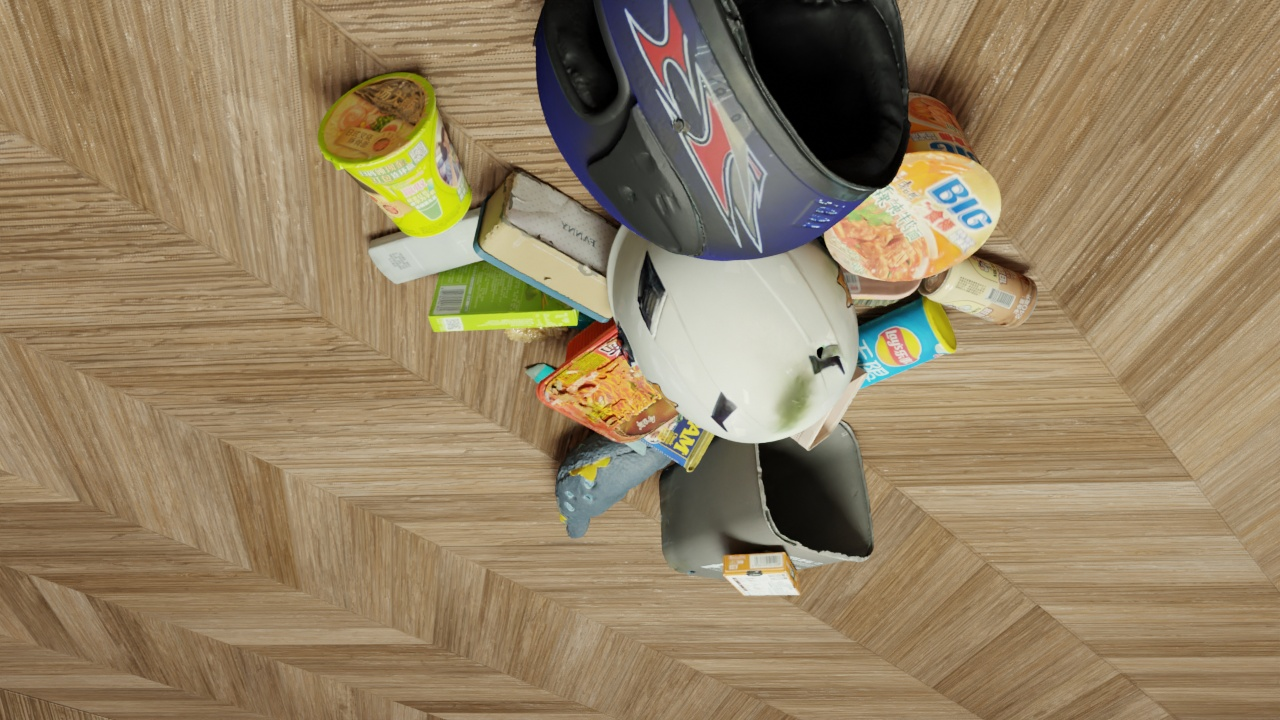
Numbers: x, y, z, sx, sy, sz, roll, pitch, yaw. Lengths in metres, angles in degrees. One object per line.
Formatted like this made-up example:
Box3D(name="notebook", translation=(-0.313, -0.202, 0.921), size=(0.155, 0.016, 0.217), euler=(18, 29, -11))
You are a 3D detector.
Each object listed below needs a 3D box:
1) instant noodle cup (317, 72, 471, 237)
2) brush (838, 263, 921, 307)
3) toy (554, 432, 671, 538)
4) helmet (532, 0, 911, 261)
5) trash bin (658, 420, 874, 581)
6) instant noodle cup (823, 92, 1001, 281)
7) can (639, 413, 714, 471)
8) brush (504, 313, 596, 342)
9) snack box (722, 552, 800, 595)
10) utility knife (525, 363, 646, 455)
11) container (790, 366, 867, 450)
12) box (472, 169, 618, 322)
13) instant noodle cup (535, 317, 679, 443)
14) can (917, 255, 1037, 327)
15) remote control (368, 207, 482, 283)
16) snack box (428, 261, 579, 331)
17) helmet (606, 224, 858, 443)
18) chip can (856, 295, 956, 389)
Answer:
Box3D(name="instant noodle cup", translation=(-0.215, -0.180, 0.846), size=(0.112, 0.111, 0.123), euler=(-8, 147, 12))
Box3D(name="brush", translation=(0.223, -0.092, 0.958), size=(0.145, 0.063, 0.073), euler=(2, 151, -1))
Box3D(name="toy", translation=(-0.035, 0.148, 1.235), size=(0.137, 0.091, 0.357), euler=(19, 136, -35))
Box3D(name="helmet", translation=(0.039, -0.219, 0.682), size=(0.241, 0.246, 0.315), euler=(-4, 139, 43))
Box3D(name="trash bin", translation=(0.152, 0.186, 1.197), size=(0.198, 0.198, 0.220), euler=(20, 144, -33))
Box3D(name="instant noodle cup", translation=(0.237, -0.162, 0.834), size=(0.151, 0.111, 0.152), euler=(1, 140, 1))
Box3D(name="can", translation=(0.050, 0.071, 1.118), size=(0.083, 0.102, 0.057), euler=(29, -179, 13))
Box3D(name="brush", translation=(-0.040, -0.051, 1.045), size=(0.254, 0.045, 0.083), euler=(1, 137, -4))
Box3D(name="snack box", translation=(0.151, 0.265, 1.129), size=(0.075, 0.026, 0.154), euler=(-5, 156, 14))
Box3D(name="utility knife", translation=(-0.065, 0.061, 1.146), size=(0.182, 0.013, 0.029), euler=(38, 101, -4))
Box3D(name="container", translation=(0.173, 0.026, 1.016), size=(0.111, 0.089, 0.090), euler=(35, 116, 20))
Box3D(name="box", translation=(-0.084, -0.116, 0.925), size=(0.184, 0.089, 0.061), euler=(28, 135, -24))
Box3D(name="instant noodle cup", translation=(-0.006, 0.006, 1.025), size=(0.189, 0.079, 0.164), euler=(-35, 133, 25))
Box3D(name="can", translation=(0.357, -0.077, 0.973), size=(0.116, 0.058, 0.059), euler=(17, 138, -17))
Box3D(name="remote control", translation=(-0.213, -0.122, 0.974), size=(0.150, 0.021, 0.058), euler=(-12, 138, 17))
Box3D(name="snack box", translation=(-0.142, -0.071, 0.983), size=(0.156, 0.085, 0.026), euler=(-3, 138, 5))
Box3D(name="helmet", translation=(0.095, -0.031, 0.859), size=(0.230, 0.156, 0.274), euler=(-32, 114, 8))
Box3D(name="chip can", translation=(0.250, -0.002, 1.059), size=(0.211, 0.071, 0.071), euler=(-27, 132, 30))
